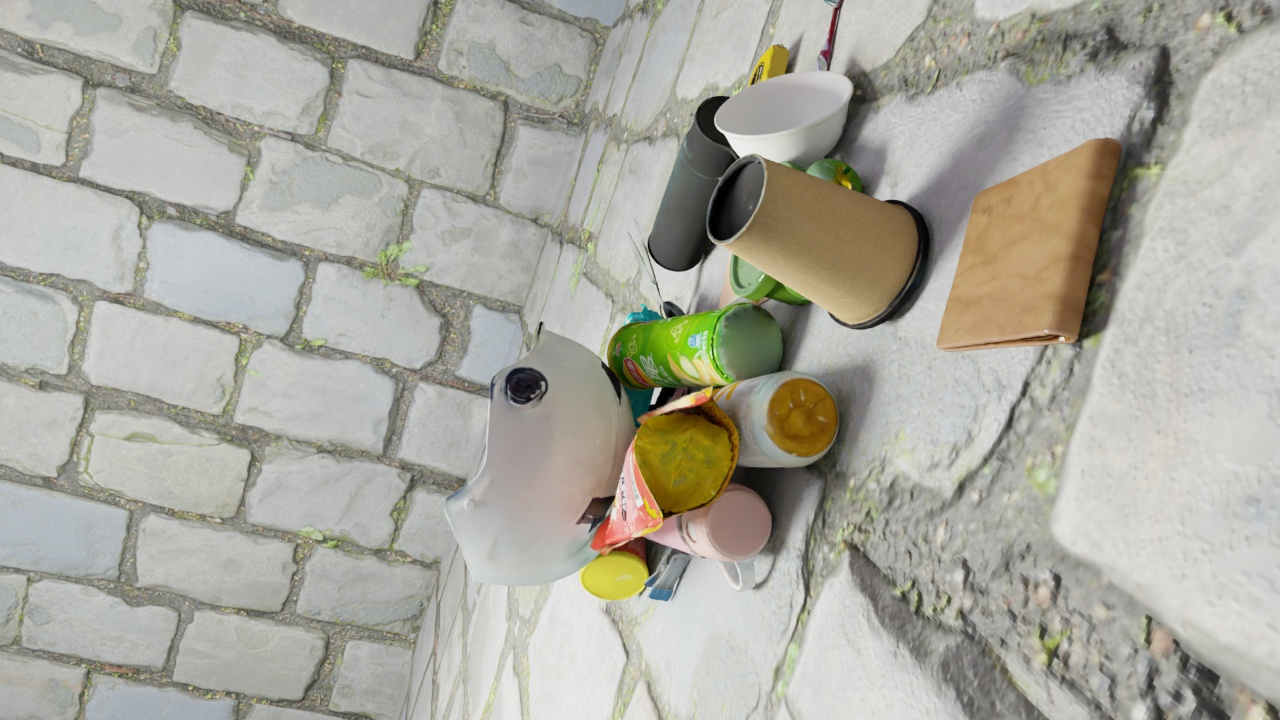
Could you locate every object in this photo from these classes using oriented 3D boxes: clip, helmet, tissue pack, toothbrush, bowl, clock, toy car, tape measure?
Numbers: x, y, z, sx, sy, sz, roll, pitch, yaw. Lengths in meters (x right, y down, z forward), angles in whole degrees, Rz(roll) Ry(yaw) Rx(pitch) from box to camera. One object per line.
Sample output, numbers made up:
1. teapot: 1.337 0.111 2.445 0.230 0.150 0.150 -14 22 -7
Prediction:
1. clip: 0.026 0.197 0.856 0.058 0.026 0.038 -61 26 22
2. helmet: -0.076 0.101 0.890 0.229 0.146 0.258 101 -172 -60
3. tissue pack: -0.006 0.006 1.013 0.093 0.050 0.133 -103 27 -80
4. toothbrush: 0.169 -0.282 0.868 0.016 0.017 0.187 152 134 -72
5. bowl: 0.130 -0.196 0.797 0.118 0.118 0.065 -93 -14 -54
6. clock: 0.127 -0.102 0.743 0.161 0.056 0.116 171 114 -75
7. toy car: 0.029 0.054 0.985 0.123 0.037 0.056 113 173 -53
8. tape measure: 0.138 -0.300 0.985 0.057 0.029 0.060 155 130 -70

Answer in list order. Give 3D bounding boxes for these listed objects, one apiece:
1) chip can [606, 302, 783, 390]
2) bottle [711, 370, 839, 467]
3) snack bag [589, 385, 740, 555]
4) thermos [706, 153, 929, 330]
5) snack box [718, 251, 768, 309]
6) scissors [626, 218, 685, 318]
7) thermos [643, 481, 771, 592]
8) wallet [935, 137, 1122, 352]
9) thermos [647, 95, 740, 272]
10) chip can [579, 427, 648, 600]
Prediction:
1. chip can: 0.045 -0.009 0.848 0.222 0.072 0.072 -5 68 63
2. bottle: 0.084 0.049 0.711 0.190 0.068 0.068 159 127 -72
3. snack bag: 0.008 0.088 0.722 0.208 0.073 0.128 134 157 -71
4. thermos: 0.118 -0.079 0.605 0.093 0.143 0.092 -40 40 45
5. snack box: 0.114 -0.126 0.882 0.085 0.026 0.157 145 140 -69
6. scissors: 0.021 -0.079 1.065 0.163 0.014 0.165 37 133 56
7. thermos: 0.049 0.139 0.771 0.199 0.067 0.087 167 89 -72
8. wallet: 0.201 -0.055 0.488 0.115 0.020 0.101 164 123 -77
9. thermos: 0.063 -0.170 0.973 0.243 0.068 0.090 113 141 -67
10. chip can: -0.028 0.155 1.013 0.216 0.073 0.073 -90 22 -50
